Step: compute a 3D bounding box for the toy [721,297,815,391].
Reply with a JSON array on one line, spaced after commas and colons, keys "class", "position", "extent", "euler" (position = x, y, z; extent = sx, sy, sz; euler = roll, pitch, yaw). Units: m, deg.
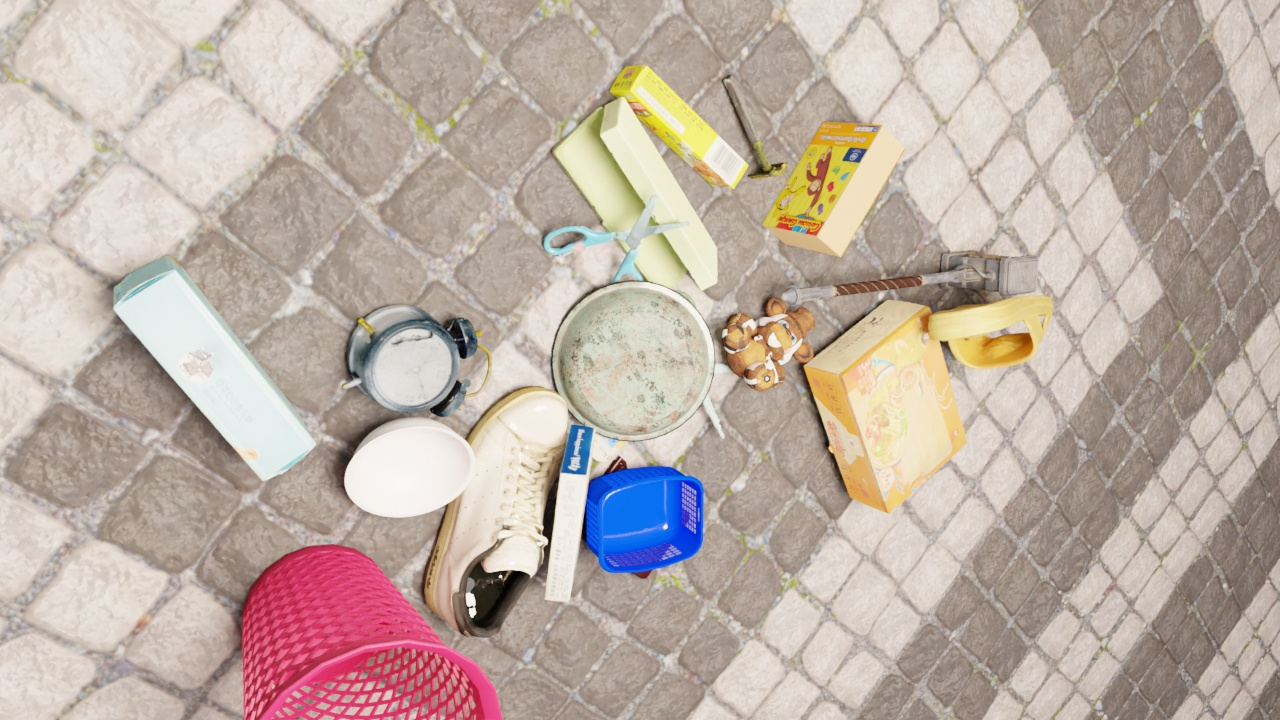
[{"class": "toy", "position": [0.136, -0.020, 0.955], "extent": [0.112, 0.067, 0.087], "euler": [-31, 89, -21]}]

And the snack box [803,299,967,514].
[{"class": "snack box", "position": [0.276, 0.051, 1.046], "extent": [0.144, 0.081, 0.195], "euler": [-35, 118, -22]}]

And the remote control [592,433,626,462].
[{"class": "remote control", "position": [-0.009, 0.050, 0.925], "extent": [0.125, 0.018, 0.038], "euler": [-43, 120, -14]}]

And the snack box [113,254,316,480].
[{"class": "snack box", "position": [-0.323, 0.006, 0.699], "extent": [0.053, 0.075, 0.175], "euler": [-38, 120, -16]}]

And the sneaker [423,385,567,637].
[{"class": "sneaker", "position": [-0.122, 0.143, 0.837], "extent": [0.088, 0.102, 0.241], "euler": [20, 94, -33]}]

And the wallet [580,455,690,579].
[{"class": "wallet", "position": [-0.011, 0.166, 0.959], "extent": [0.115, 0.018, 0.091], "euler": [40, 84, -30]}]

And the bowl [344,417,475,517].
[{"class": "bowl", "position": [-0.203, 0.085, 0.802], "extent": [0.109, 0.040, 0.110], "euler": [-13, 134, -14]}]

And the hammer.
[{"class": "hammer", "position": [0.285, -0.085, 1.000], "extent": [0.321, 0.098, 0.044], "euler": [-8, 104, -27]}]

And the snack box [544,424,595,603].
[{"class": "snack box", "position": [-0.066, 0.144, 0.862], "extent": [0.026, 0.081, 0.150], "euler": [9, 118, 0]}]

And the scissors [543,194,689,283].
[{"class": "scissors", "position": [-0.015, -0.099, 0.843], "extent": [0.126, 0.136, 0.015], "euler": [63, 26, -48]}]

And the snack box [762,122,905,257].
[{"class": "snack box", "position": [0.194, -0.175, 0.929], "extent": [0.040, 0.088, 0.126], "euler": [32, 88, -33]}]

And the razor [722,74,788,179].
[{"class": "razor", "position": [0.107, -0.229, 0.901], "extent": [0.026, 0.042, 0.106], "euler": [-32, 108, -15]}]

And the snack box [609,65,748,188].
[{"class": "snack box", "position": [0.038, -0.216, 0.858], "extent": [0.148, 0.040, 0.029], "euler": [36, 85, -33]}]

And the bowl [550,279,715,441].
[{"class": "bowl", "position": [-0.005, 0.005, 0.863], "extent": [0.157, 0.038, 0.157], "euler": [-1, 101, -4]}]

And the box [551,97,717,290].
[{"class": "box", "position": [0.009, -0.150, 0.855], "extent": [0.188, 0.089, 0.077], "euler": [52, 47, -29]}]

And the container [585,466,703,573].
[{"class": "container", "position": [0.001, 0.155, 0.921], "extent": [0.114, 0.058, 0.096], "euler": [-6, 104, -24]}]

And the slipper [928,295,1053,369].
[{"class": "slipper", "position": [0.399, -0.030, 1.030], "extent": [0.262, 0.100, 0.078], "euler": [-8, 88, -53]}]

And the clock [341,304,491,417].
[{"class": "clock", "position": [-0.189, 0.002, 0.790], "extent": [0.129, 0.052, 0.090], "euler": [9, 100, -36]}]

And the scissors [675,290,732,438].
[{"class": "scissors", "position": [0.051, 0.012, 0.939], "extent": [0.168, 0.023, 0.171], "euler": [-36, 113, -35]}]

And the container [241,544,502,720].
[{"class": "container", "position": [-0.237, 0.251, 0.731], "extent": [0.182, 0.226, 0.183], "euler": [-9, 109, -27]}]
